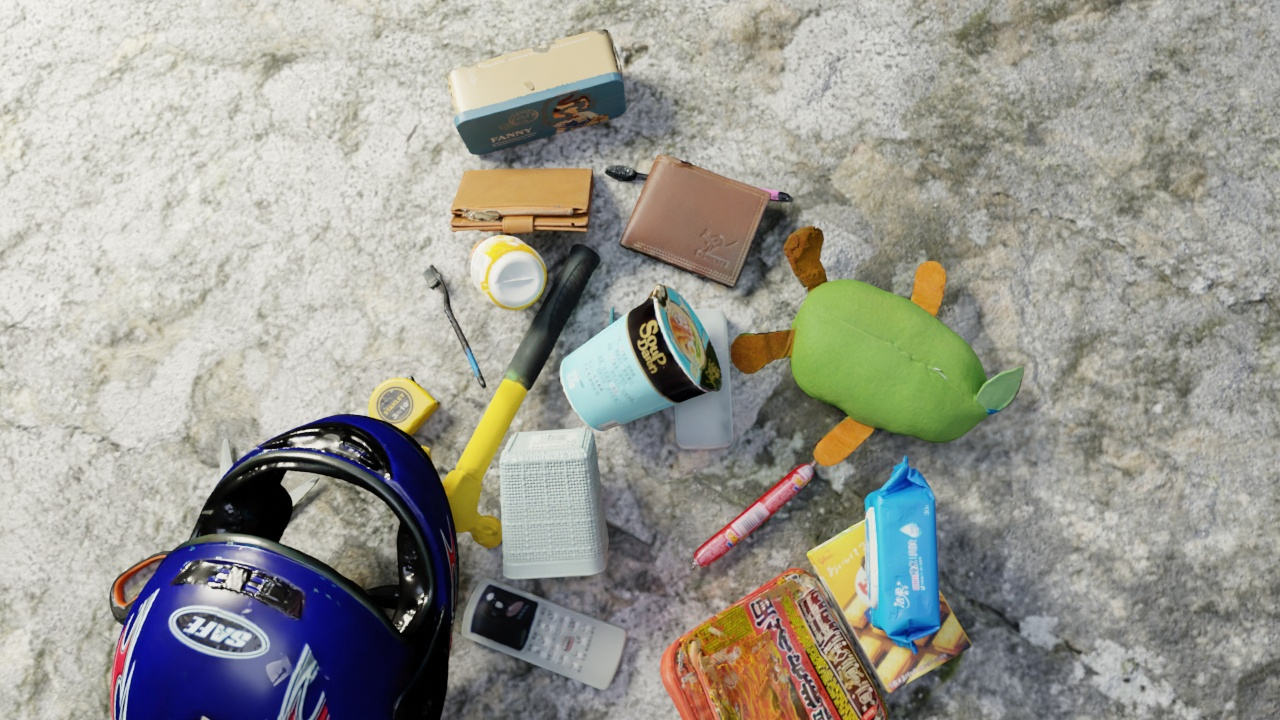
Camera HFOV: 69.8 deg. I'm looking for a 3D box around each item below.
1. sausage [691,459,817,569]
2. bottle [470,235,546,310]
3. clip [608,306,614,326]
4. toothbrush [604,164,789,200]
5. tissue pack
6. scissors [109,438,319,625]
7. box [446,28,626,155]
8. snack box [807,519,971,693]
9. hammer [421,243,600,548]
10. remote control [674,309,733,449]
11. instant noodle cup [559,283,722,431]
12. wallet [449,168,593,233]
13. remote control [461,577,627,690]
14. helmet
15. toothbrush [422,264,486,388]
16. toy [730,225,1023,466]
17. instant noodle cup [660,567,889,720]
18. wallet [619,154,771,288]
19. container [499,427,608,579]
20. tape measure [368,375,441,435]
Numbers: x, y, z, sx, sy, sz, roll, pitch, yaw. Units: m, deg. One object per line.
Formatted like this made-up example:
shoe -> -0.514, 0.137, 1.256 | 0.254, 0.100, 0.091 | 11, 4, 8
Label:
sausage -> 0.107, 0.144, 0.857 | 0.156, 0.020, 0.020 | -39, 80, -5
bottle -> -0.131, -0.088, 0.867 | 0.063, 0.108, 0.063 | -8, 112, -22
clip -> -0.022, -0.024, 0.897 | 0.034, 0.013, 0.054 | 16, 81, 6
toothbrush -> 0.057, -0.178, 0.922 | 0.189, 0.018, 0.014 | 9, 88, 3
tissue pack -> 0.219, 0.164, 0.779 | 0.052, 0.095, 0.157 | 0, 78, 8
scissors -> -0.395, 0.193, 0.868 | 0.234, 0.022, 0.221 | -27, 80, -2
box -> -0.107, -0.262, 0.909 | 0.184, 0.090, 0.061 | -18, 80, 1
snack box -> 0.224, 0.216, 0.833 | 0.087, 0.034, 0.140 | -28, 77, -4
hammer -> -0.116, 0.021, 0.861 | 0.033, 0.129, 0.300 | 11, 67, 41
remote control -> 0.059, 0.018, 0.882 | 0.056, 0.020, 0.136 | -3, 80, 3
instant noodle cup -> -0.005, 0.005, 0.838 | 0.121, 0.111, 0.111 | -28, 78, 21
wallet -> -0.113, -0.156, 0.892 | 0.132, 0.031, 0.107 | -1, 36, 1
remote control -> -0.089, 0.251, 0.845 | 0.150, 0.021, 0.058 | 19, 81, 5
helmet -> -0.271, 0.218, 0.708 | 0.247, 0.240, 0.316 | 12, 105, 6
toothbrush -> -0.175, -0.034, 0.860 | 0.016, 0.014, 0.189 | -30, 48, -2
toy -> 0.215, -0.004, 0.846 | 0.247, 0.090, 0.226 | 31, 83, 4
instant noodle cup -> 0.105, 0.285, 0.777 | 0.188, 0.079, 0.164 | -19, 76, -37
wallet -> 0.054, -0.136, 0.899 | 0.124, 0.032, 0.101 | 21, 91, 3
container -> -0.078, 0.124, 0.815 | 0.090, 0.090, 0.111 | -3, 102, 1
tape measure -> -0.231, 0.046, 0.885 | 0.057, 0.029, 0.060 | 41, 84, 8
